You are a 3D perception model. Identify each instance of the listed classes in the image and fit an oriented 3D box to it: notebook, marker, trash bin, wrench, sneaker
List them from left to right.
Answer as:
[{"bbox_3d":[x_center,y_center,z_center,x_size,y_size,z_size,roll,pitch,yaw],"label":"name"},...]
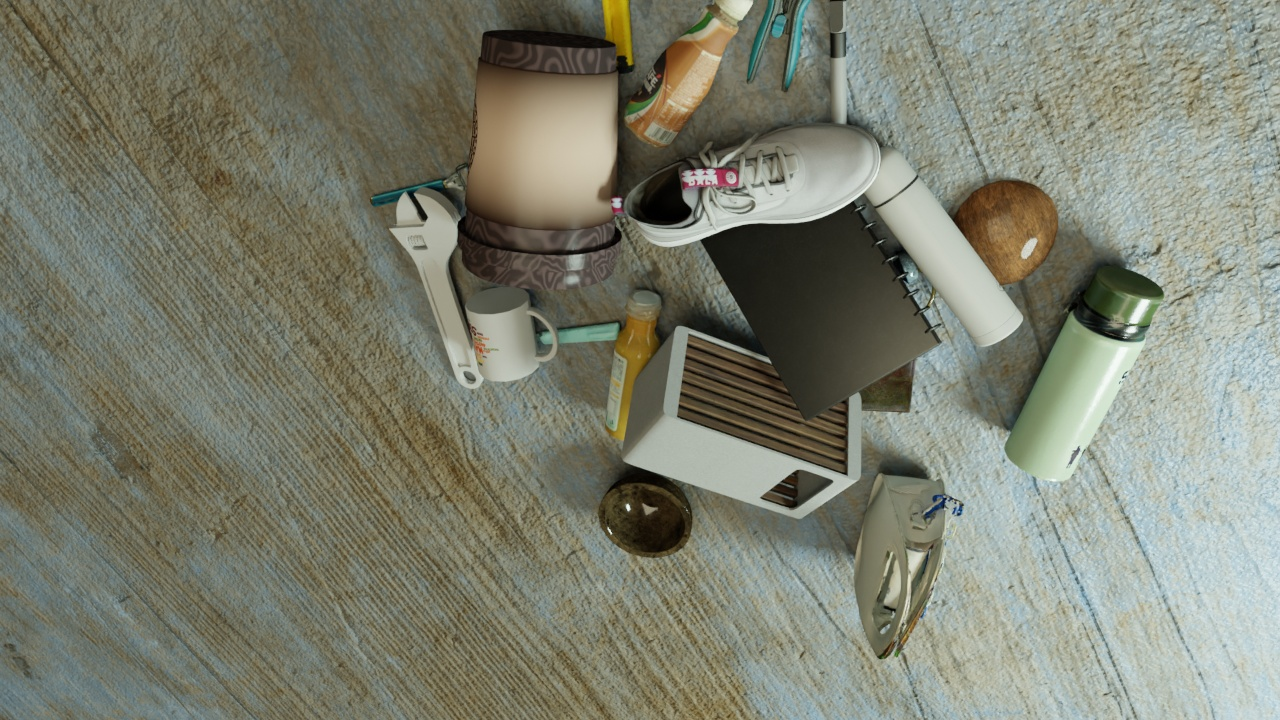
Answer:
[{"bbox_3d":[-0.228,-0.078,1.102,0.087,0.018,0.274,0,125,20],"label":"wrench"},{"bbox_3d":[0.098,-0.175,0.895,0.264,0.128,0.096,-12,90,22],"label":"sneaker"},{"bbox_3d":[0.112,0.072,1.009,0.228,0.114,0.115,20,144,-14],"label":"trash bin"},{"bbox_3d":[0.182,-0.078,0.945,0.170,0.019,0.231,-35,78,29],"label":"notebook"},{"bbox_3d":[0.192,-0.275,0.889,0.016,0.016,0.141,1,120,14],"label":"marker"}]

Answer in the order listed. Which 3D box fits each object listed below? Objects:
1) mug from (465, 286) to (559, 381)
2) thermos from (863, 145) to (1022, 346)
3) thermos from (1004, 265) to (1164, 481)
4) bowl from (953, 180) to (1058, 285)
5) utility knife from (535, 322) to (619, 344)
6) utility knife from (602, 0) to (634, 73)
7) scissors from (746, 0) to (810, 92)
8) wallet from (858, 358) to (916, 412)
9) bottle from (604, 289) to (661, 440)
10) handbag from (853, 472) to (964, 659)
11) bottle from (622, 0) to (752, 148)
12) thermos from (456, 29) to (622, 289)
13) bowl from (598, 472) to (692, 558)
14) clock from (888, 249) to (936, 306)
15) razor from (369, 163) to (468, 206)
[{"bbox_3d":[-0.148,-0.031,1.087,0.105,0.073,0.090,2,120,14],"label":"mug"},{"bbox_3d":[0.296,-0.116,0.920,0.052,0.052,0.224,-35,98,29],"label":"thermos"},{"bbox_3d":[0.458,0.013,0.958,0.082,0.082,0.232,15,123,6],"label":"thermos"},{"bbox_3d":[0.367,-0.123,0.927,0.102,0.026,0.114,12,122,7],"label":"bowl"},{"bbox_3d":[-0.081,-0.030,1.105,0.120,0.015,0.022,-5,117,19],"label":"utility knife"},{"bbox_3d":[-0.030,-0.381,0.887,0.030,0.018,0.207,-3,116,6],"label":"utility knife"},{"bbox_3d":[0.132,-0.328,0.872,0.148,0.019,0.132,-25,112,27],"label":"scissors"},{"bbox_3d":[0.254,0.014,1.021,0.099,0.031,0.120,0,140,12],"label":"wallet"},{"bbox_3d":[-0.006,0.006,1.085,0.053,0.053,0.186,13,121,7],"label":"bottle"},{"bbox_3d":[0.310,0.243,1.058,0.093,0.199,0.201,8,124,5],"label":"handbag"},{"bbox_3d":[0.048,-0.287,0.893,0.059,0.059,0.168,35,122,-7],"label":"bottle"},{"bbox_3d":[-0.097,-0.205,0.923,0.173,0.172,0.226,10,115,9],"label":"thermos"},{"bbox_3d":[0.011,0.190,1.187,0.121,0.056,0.121,7,121,11],"label":"bowl"},{"bbox_3d":[0.246,-0.076,0.971,0.129,0.052,0.090,7,121,11],"label":"clock"},{"bbox_3d":[-0.248,-0.195,1.049,0.144,0.022,0.042,-6,122,23],"label":"razor"}]
